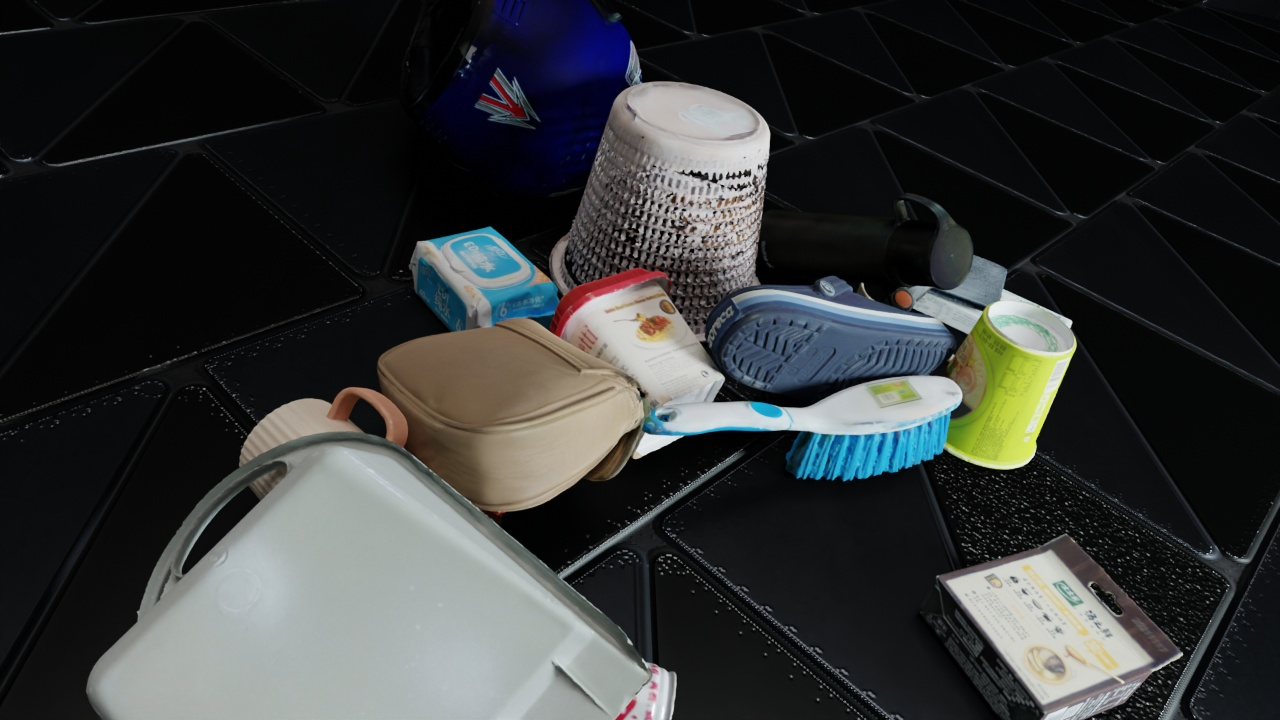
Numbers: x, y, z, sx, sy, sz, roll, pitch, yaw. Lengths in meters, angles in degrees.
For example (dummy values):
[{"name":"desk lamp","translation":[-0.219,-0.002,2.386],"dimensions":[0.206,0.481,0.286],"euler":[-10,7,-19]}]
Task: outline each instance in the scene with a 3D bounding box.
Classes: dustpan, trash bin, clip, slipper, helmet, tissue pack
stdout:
[{"name":"dustpan","translation":[-0.167,0.158,0.510],"dimensions":[0.258,0.143,0.222],"euler":[43,78,2]},{"name":"trash bin","translation":[0.033,-0.157,0.908],"dimensions":[0.227,0.193,0.227],"euler":[8,38,-6]},{"name":"clip","translation":[0.248,-0.044,0.953],"dimensions":[0.074,0.035,0.100],"euler":[13,35,2]},{"name":"slipper","translation":[0.156,-0.019,0.792],"dimensions":[0.252,0.105,0.095],"euler":[7,44,-32]},{"name":"helmet","translation":[-0.124,-0.318,1.031],"dimensions":[0.240,0.248,0.315],"euler":[25,26,-30]},{"name":"tissue pack","translation":[-0.143,-0.069,0.848],"dimensions":[0.089,0.063,0.140],"euler":[-19,47,-35]}]

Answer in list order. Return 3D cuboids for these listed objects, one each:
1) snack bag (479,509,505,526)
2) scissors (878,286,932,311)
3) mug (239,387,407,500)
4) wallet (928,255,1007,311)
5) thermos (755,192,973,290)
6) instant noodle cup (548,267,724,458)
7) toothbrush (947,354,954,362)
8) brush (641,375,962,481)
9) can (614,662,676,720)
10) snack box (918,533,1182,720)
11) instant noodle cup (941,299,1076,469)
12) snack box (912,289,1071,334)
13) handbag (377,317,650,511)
[{"name":"snack bag","translation":[-0.097,0.085,0.694],"dimensions":[0.045,0.026,0.105],"euler":[2,31,31]},{"name":"scissors","translation":[0.256,-0.038,0.903],"dimensions":[0.234,0.022,0.139],"euler":[-18,74,-20]},{"name":"mug","translation":[-0.201,0.072,0.616],"dimensions":[0.106,0.115,0.081],"euler":[35,14,29]},{"name":"wallet","translation":[0.340,-0.096,1.014],"dimensions":[0.121,0.019,0.097],"euler":[23,41,14]},{"name":"thermos","translation":[0.210,-0.123,0.912],"dimensions":[0.068,0.090,0.243],"euler":[-24,21,-28]},{"name":"instant noodle cup","translation":[-0.005,0.004,0.766],"dimensions":[0.116,0.117,0.124],"euler":[-22,61,-36]},{"name":"toothbrush","translation":[0.315,0.001,0.891],"dimensions":[0.180,0.016,0.016],"euler":[22,68,-15]},{"name":"brush","translation":[0.132,0.055,0.734],"dimensions":[0.314,0.110,0.060],"euler":[-9,49,-22]},{"name":"can","translation":[-0.048,0.197,0.545],"dimensions":[0.133,0.053,0.053],"euler":[12,38,0]},{"name":"snack box","translation":[0.284,0.191,0.646],"dimensions":[0.125,0.053,0.113],"euler":[-7,41,-25]},{"name":"instant noodle cup","translation":[0.325,0.015,0.824],"dimensions":[0.111,0.124,0.111],"euler":[7,38,-6]},{"name":"snack box","translation":[0.384,-0.051,1.006],"dimensions":[0.157,0.027,0.084],"euler":[30,41,20]},{"name":"handbag","translation":[-0.096,0.036,0.656],"dimensions":[0.147,0.100,0.205],"euler":[-20,27,-27]}]
